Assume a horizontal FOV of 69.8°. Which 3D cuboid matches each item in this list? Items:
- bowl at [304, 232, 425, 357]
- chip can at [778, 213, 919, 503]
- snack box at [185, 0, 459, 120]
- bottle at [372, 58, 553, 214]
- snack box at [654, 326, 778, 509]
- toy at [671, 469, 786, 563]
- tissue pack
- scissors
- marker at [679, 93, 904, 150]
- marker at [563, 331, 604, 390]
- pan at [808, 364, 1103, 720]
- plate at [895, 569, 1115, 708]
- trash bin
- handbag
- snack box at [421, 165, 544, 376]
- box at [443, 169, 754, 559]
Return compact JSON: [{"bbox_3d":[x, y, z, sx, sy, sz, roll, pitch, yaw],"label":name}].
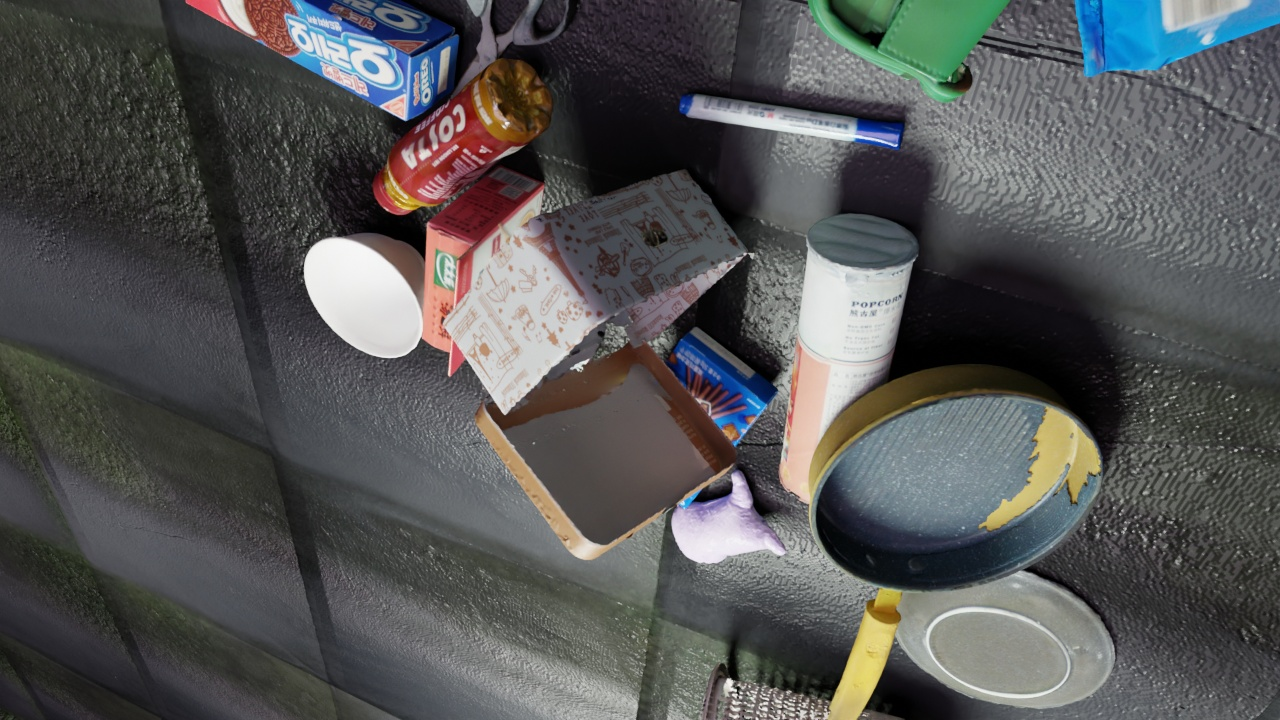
[{"bbox_3d":[-0.224,-0.069,0.799,0.118,0.064,0.118,15,131,18],"label":"bowl"},{"bbox_3d":[0.142,0.008,0.651,0.071,0.071,0.215,15,130,19],"label":"chip can"},{"bbox_3d":[-0.233,-0.250,0.663,0.207,0.057,0.058,29,137,9],"label":"snack box"},{"bbox_3d":[-0.139,-0.158,0.680,0.175,0.057,0.057,-21,112,42],"label":"bottle"},{"bbox_3d":[0.041,0.052,0.765,0.084,0.026,0.158,38,134,8],"label":"snack box"},{"bbox_3d":[0.069,0.148,0.823,0.108,0.038,0.084,-26,92,43],"label":"toy"},{"bbox_3d":[0.272,-0.197,0.414,0.157,0.052,0.095,-18,116,6],"label":"tissue pack"},{"bbox_3d":[-0.106,-0.224,0.652,0.160,0.014,0.170,1,126,31],"label":"scissors"},{"bbox_3d":[0.095,-0.155,0.590,0.146,0.016,0.017,14,130,19],"label":"marker"},{"bbox_3d":[-0.060,0.014,0.808,0.018,0.015,0.124,33,131,0],"label":"marker"},{"bbox_3d":[0.196,0.159,0.677,0.197,0.078,0.358,11,127,-9],"label":"pan"},{"bbox_3d":[0.302,0.241,0.776,0.179,0.024,0.180,15,130,19],"label":"plate"},{"bbox_3d":[0.161,0.414,0.876,0.192,0.226,0.228,-1,125,14],"label":"trash bin"},{"bbox_3d":[0.155,-0.211,0.472,0.120,0.067,0.132,29,121,-14],"label":"handbag"},{"bbox_3d":[-0.127,-0.070,0.702,0.044,0.126,0.113,24,132,10],"label":"snack box"},{"bbox_3d":[-0.003,0.005,0.623,0.193,0.182,0.157,53,134,8],"label":"box"}]
